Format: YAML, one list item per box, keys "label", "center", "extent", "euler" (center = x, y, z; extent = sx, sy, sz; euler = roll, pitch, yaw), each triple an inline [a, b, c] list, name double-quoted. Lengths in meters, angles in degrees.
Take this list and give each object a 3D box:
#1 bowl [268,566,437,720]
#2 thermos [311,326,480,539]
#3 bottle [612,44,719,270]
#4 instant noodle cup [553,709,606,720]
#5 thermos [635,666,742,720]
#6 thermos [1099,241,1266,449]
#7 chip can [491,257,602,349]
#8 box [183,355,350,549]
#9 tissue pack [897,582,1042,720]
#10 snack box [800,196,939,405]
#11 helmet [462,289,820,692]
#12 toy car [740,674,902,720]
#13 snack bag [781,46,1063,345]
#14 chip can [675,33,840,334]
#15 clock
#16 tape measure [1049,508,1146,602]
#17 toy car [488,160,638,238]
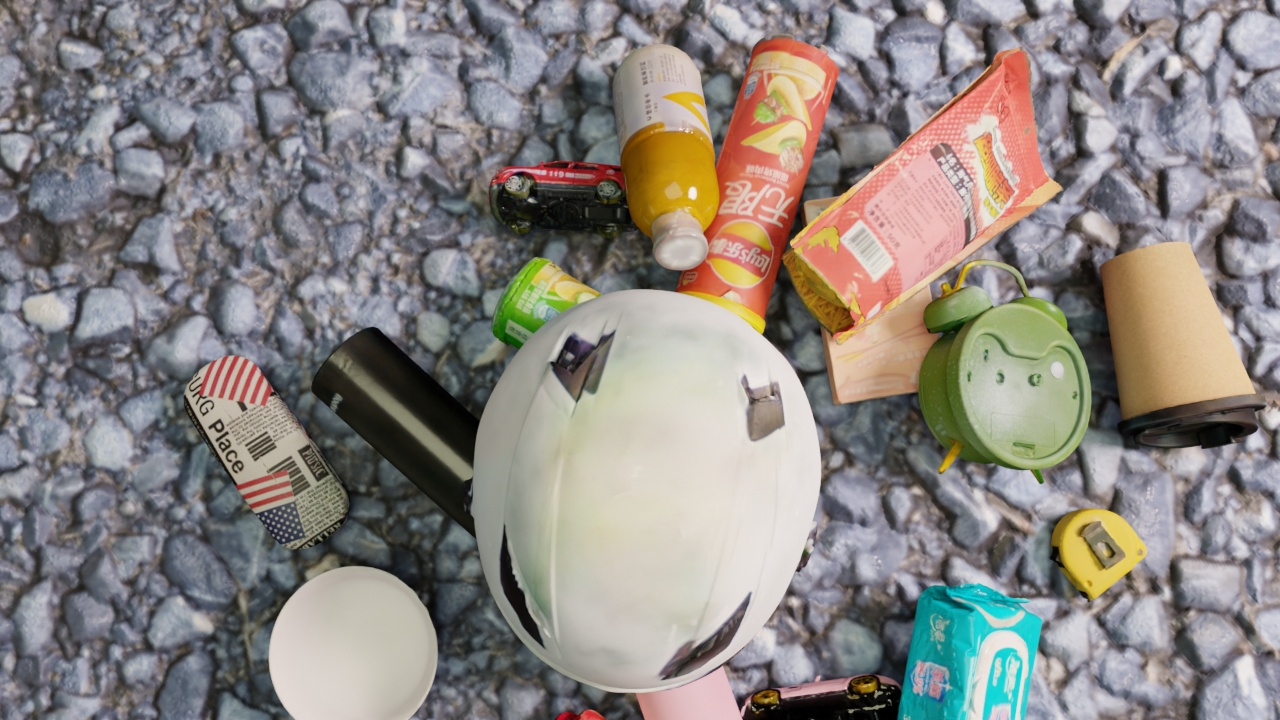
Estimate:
- label: "bowl"
  center: [-0.198, 0.206, 0.664]
  extent: [0.118, 0.065, 0.118]
  euler: [0, 84, 1]
- label: "thermos"
  center: [-0.124, 0.071, 0.667]
  extent: [0.242, 0.090, 0.068]
  euler: [40, 44, 5]
- label: "bottle"
  center: [0.019, -0.147, 0.657]
  extent: [0.068, 0.068, 0.189]
  euler: [-7, 55, 1]
- label: "instant noodle cup"
  center: [-0.055, 0.328, 0.628]
  extent: [0.124, 0.116, 0.116]
  euler: [-45, 85, 8]
- label: "thermos"
  center: [0.028, 0.229, 0.642]
  extent: [0.067, 0.087, 0.198]
  euler: [-20, 83, 4]
- label: "thermos"
  center: [0.381, -0.008, 0.660]
  extent: [0.093, 0.093, 0.143]
  euler: [-8, 75, 1]
- label: "chip can"
  center: [-0.004, 0.004, 0.675]
  extent: [0.221, 0.072, 0.072]
  euler: [31, 86, 4]
- label: "box"
  center: [-0.283, 0.069, 0.697]
  extent: [0.068, 0.051, 0.164]
  euler: [-36, 83, 8]
- label: "tissue pack"
  center: [0.229, 0.221, 0.636]
  extent: [0.093, 0.050, 0.133]
  euler: [16, 82, -36]
- label: "snack box"
  center: [0.176, -0.049, 0.697]
  extent: [0.084, 0.026, 0.157]
  euler: [-8, 84, 0]
- label: "helmet"
  center: [0.003, 0.075, 0.550]
  extent: [0.229, 0.146, 0.258]
  euler: [14, 79, 2]
- label: "toy car"
  center: [0.132, 0.259, 0.663]
  extent: [0.122, 0.037, 0.056]
  euler: [-13, 85, 13]
- label: "snack bag"
  center: [0.202, -0.107, 0.644]
  extent: [0.208, 0.073, 0.128]
  euler: [-39, 127, -3]
- label: "chip can"
  center: [0.085, -0.128, 0.681]
  extent: [0.073, 0.073, 0.216]
  euler: [17, 80, 3]
- label: "clock"
  center: [0.258, 0.005, 0.659]
  extent: [0.116, 0.056, 0.161]
  euler: [8, 78, -21]
- label: "tape measure"
  center: [0.333, 0.137, 0.671]
  extent: [0.060, 0.029, 0.057]
  euler: [-38, 83, -3]
- label: "toy car"
  center: [-0.055, -0.125, 0.701]
  extent: [0.120, 0.053, 0.045]
  euler: [1, 58, -4]
